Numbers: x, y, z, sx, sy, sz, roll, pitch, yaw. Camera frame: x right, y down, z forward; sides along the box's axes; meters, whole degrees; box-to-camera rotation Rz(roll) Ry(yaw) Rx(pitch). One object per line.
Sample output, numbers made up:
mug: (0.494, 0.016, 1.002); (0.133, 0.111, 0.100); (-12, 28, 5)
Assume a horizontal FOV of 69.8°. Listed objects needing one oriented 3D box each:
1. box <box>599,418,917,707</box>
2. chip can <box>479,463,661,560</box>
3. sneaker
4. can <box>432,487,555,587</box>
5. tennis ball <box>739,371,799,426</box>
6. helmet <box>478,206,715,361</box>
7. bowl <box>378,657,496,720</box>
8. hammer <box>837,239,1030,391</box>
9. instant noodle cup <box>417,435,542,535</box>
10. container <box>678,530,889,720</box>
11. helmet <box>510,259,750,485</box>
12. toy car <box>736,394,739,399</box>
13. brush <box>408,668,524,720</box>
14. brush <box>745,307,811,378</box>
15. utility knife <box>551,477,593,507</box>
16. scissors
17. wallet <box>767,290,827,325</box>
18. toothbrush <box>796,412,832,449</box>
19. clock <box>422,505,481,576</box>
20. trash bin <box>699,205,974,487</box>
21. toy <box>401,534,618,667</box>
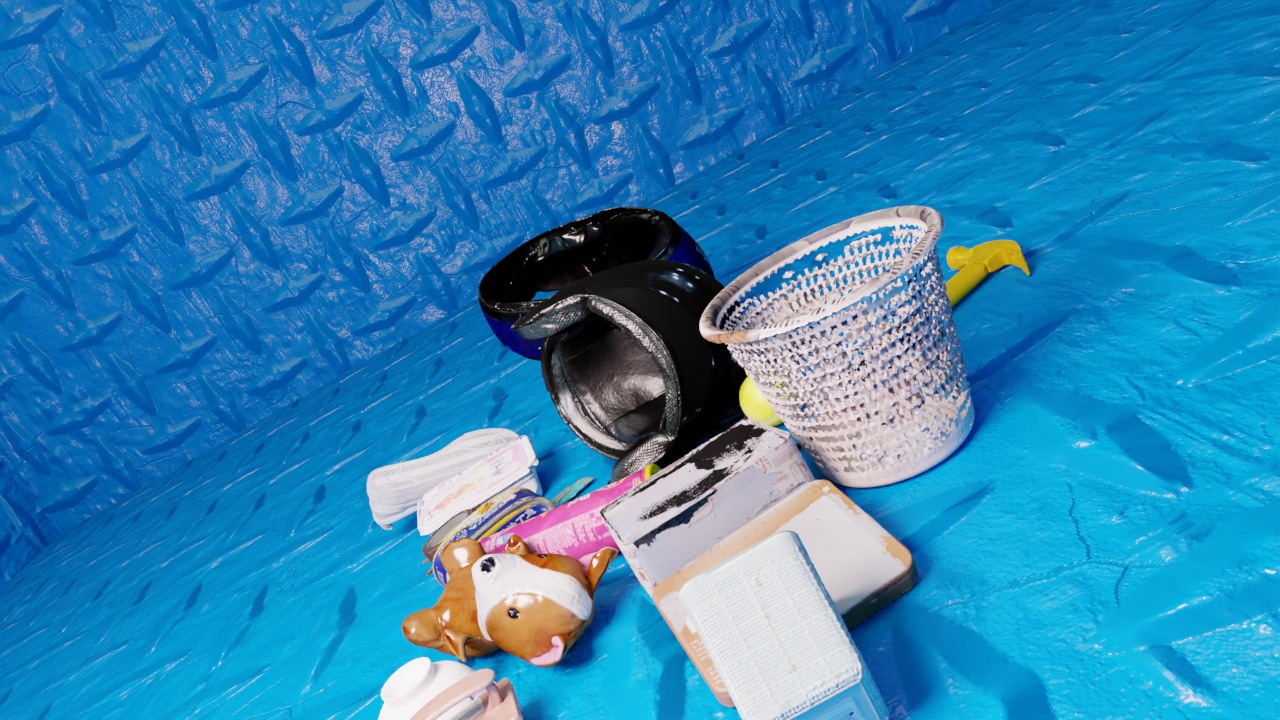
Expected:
box: (0.085, 0.151, 0.763); (0.178, 0.105, 0.260); (-32, 11, -8)
chip can: (-0.065, 0.178, 0.949); (0.211, 0.071, 0.071); (-25, 17, 17)
sneaker: (-0.275, 0.175, 1.326); (0.241, 0.091, 0.089); (-19, 39, -34)
can: (-0.162, 0.205, 1.033); (0.147, 0.074, 0.049); (-38, 22, -23)
tennis ball: (0.142, 0.040, 1.015); (0.065, 0.065, 0.065); (-27, 17, 9)
helmet: (-0.043, -0.059, 1.294); (0.315, 0.241, 0.247); (-19, 38, 2)
bowl: (-0.189, 0.302, 0.808); (0.118, 0.065, 0.118); (-27, 17, 8)
hammer: (0.327, -0.054, 1.041); (0.300, 0.033, 0.129); (-37, 17, -23)
instant noodle cup: (-0.203, 0.178, 1.203); (0.173, 0.060, 0.138); (-30, 16, -6)
container: (0.093, 0.189, 0.585); (0.090, 0.090, 0.111); (-29, 40, 2)
helmet: (-0.006, 0.006, 1.066); (0.229, 0.233, 0.275); (-29, 1, -27)
toy car: (0.111, 0.012, 1.169); (0.037, 0.056, 0.122); (-18, 18, 14)
brush: (-0.160, 0.310, 0.726); (0.145, 0.073, 0.063); (-34, 18, -8)
brush: (0.166, -0.024, 1.148); (0.055, 0.073, 0.143); (-7, 27, 42)
utility knife: (-0.118, 0.187, 1.115); (0.151, 0.013, 0.029); (-38, 16, -24)
scissors: (0.154, 0.049, 1.069); (0.169, 0.014, 0.155); (-8, 26, 48)
wallet: (0.192, -0.050, 1.259); (0.115, 0.033, 0.090); (-38, 19, -15)
toothbrush: (0.142, 0.098, 0.937); (0.181, 0.018, 0.016); (-35, 20, -11)
clock: (-0.204, 0.213, 1.093); (0.121, 0.055, 0.082); (-41, 13, -11)
trash bin: (0.195, -0.003, 0.826); (0.228, 0.192, 0.227); (-27, 17, 9)
toy: (-0.122, 0.220, 0.852); (0.200, 0.130, 0.139); (-4, 47, 36)
